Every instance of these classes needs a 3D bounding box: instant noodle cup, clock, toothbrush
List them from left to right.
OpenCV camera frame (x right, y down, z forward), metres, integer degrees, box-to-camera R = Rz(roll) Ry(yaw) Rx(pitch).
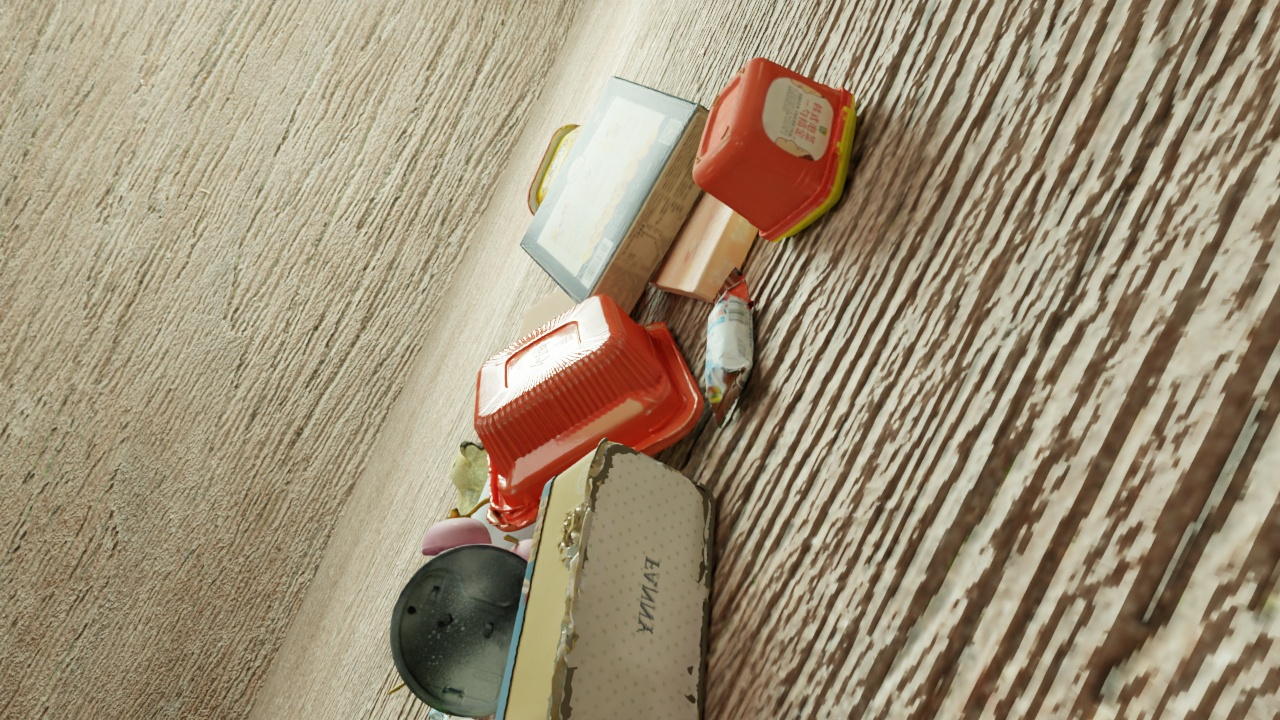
[{"bbox_3d":[-0.135,0.292,0.715,0.026,0.026,0.222,-44,7,-27],"label":"toothbrush"},{"bbox_3d":[-0.116,0.177,0.672,0.060,0.117,0.158,131,157,-72],"label":"clock"},{"bbox_3d":[-0.049,0.025,0.650,0.164,0.079,0.188,-32,23,4],"label":"instant noodle cup"},{"bbox_3d":[-0.041,-0.187,0.940,0.116,0.116,0.124,-68,17,-11],"label":"instant noodle cup"}]

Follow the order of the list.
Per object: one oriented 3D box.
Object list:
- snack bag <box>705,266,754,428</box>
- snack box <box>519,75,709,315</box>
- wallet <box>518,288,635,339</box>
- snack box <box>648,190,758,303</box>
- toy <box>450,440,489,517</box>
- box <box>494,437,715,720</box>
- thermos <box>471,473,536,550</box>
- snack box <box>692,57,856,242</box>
[{"bbox_3d":[0.055,-0.010,0.574,0.048,0.026,0.104,116,168,-45],"label":"snack bag"},{"bbox_3d":[-0.020,-0.141,0.779,0.178,0.045,0.182,-60,31,10],"label":"snack box"},{"bbox_3d":[-0.060,-0.042,0.871,0.132,0.031,0.107,-28,32,24],"label":"wallet"},{"bbox_3d":[0.045,-0.091,0.710,0.084,0.026,0.157,-64,18,1],"label":"snack box"},{"bbox_3d":[-0.152,0.153,0.855,0.066,0.105,0.157,1,83,28],"label":"toy"},{"bbox_3d":[-0.014,0.136,0.472,0.063,0.089,0.183,-39,29,43],"label":"box"},{"bbox_3d":[-0.126,0.180,0.779,0.073,0.073,0.224,-11,56,69],"label":"thermos"},{"bbox_3d":[0.083,-0.134,0.571,0.082,0.080,0.091,-35,34,57],"label":"snack box"}]
